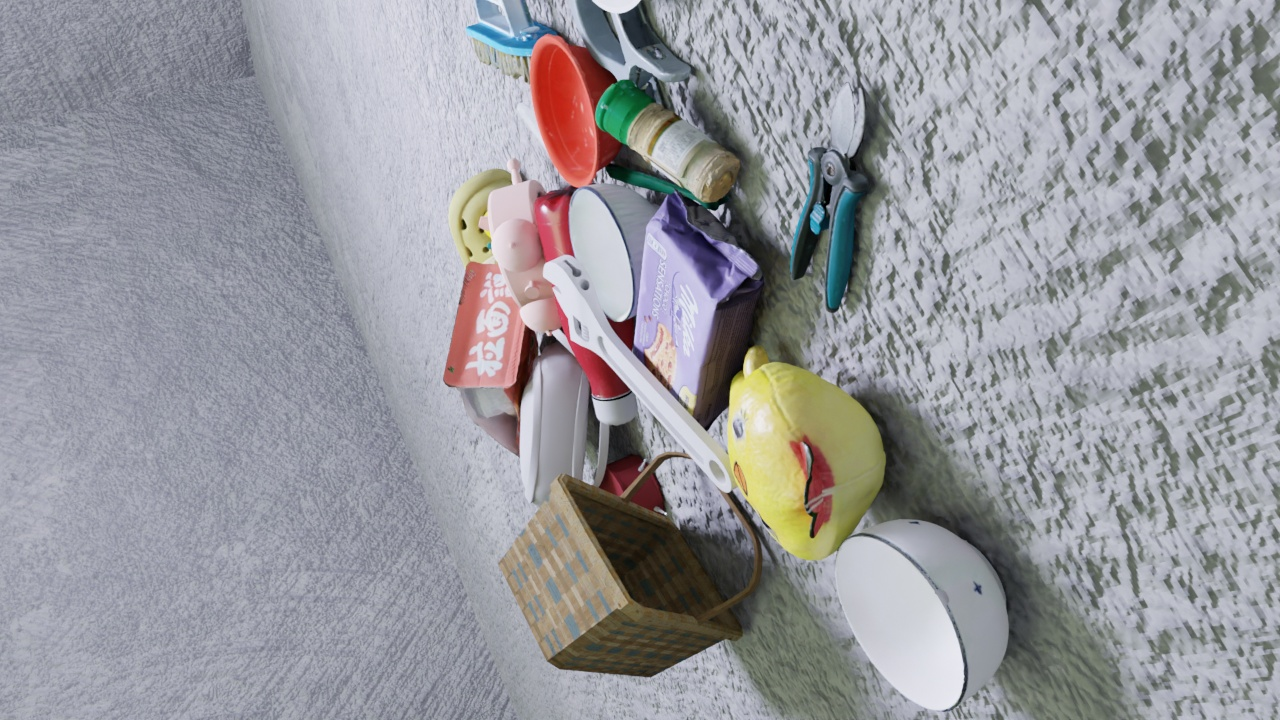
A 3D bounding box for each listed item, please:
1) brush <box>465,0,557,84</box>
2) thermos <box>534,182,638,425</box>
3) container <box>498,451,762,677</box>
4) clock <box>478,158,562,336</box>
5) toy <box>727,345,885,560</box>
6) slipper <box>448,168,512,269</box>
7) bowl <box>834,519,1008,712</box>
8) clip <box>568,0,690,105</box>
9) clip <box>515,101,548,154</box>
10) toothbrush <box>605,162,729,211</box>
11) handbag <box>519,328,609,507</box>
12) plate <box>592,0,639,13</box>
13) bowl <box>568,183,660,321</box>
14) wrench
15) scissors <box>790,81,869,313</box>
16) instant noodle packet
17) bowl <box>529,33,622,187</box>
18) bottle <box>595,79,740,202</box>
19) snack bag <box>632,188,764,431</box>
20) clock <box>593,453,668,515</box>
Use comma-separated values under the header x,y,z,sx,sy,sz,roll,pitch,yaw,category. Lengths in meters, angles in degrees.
x,y,z,sx,sy,sz,roll,pitch,yaw,category
-0.118,-0.311,0.865,0.136,0.055,0.075,42,150,48,brush
-0.043,-0.048,0.891,0.073,0.073,0.240,28,134,59,thermos
0.013,0.186,0.851,0.157,0.186,0.250,55,-169,32,container
-0.123,-0.114,0.951,0.160,0.086,0.131,-107,-2,-50,clock
0.102,0.060,0.638,0.208,0.092,0.134,-147,43,-71,toy
-0.170,-0.133,1.096,0.081,0.091,0.191,49,153,37,slipper
0.178,0.147,0.559,0.113,0.063,0.114,49,151,41,bowl
-0.015,-0.242,0.727,0.163,0.027,0.106,60,157,25,clip
-0.080,-0.231,0.892,0.102,0.054,0.057,55,-172,31,clip
0.017,-0.145,0.747,0.190,0.017,0.016,34,156,58,toothbrush
-0.093,0.060,1.085,0.222,0.095,0.216,-138,52,-81,handbag
-0.013,-0.333,0.629,0.174,0.036,0.174,49,150,41,plate
-0.008,-0.098,0.784,0.118,0.062,0.118,49,150,42,bowl
-0.005,0.004,0.766,0.273,0.018,0.087,47,154,35,wrench
0.114,-0.095,0.561,0.150,0.019,0.131,-12,98,69,scissors
-0.151,0.006,1.103,0.221,0.084,0.164,74,-161,-62,instant noodle packet
-0.049,-0.219,0.796,0.130,0.045,0.131,49,150,41,bowl
0.019,-0.158,0.659,0.111,0.043,0.043,40,148,19,bottle
0.044,-0.031,0.719,0.096,0.058,0.206,54,155,29,snack bag
-0.015,0.151,1.033,0.087,0.044,0.125,68,158,4,clock
